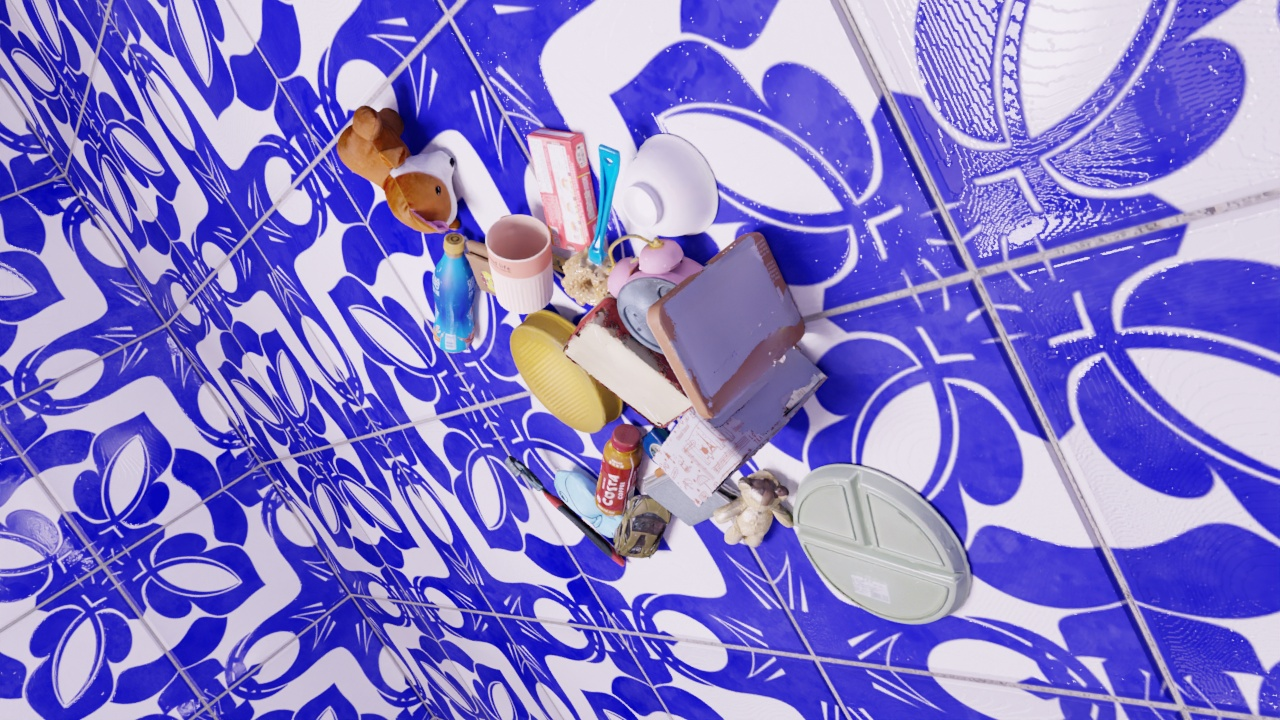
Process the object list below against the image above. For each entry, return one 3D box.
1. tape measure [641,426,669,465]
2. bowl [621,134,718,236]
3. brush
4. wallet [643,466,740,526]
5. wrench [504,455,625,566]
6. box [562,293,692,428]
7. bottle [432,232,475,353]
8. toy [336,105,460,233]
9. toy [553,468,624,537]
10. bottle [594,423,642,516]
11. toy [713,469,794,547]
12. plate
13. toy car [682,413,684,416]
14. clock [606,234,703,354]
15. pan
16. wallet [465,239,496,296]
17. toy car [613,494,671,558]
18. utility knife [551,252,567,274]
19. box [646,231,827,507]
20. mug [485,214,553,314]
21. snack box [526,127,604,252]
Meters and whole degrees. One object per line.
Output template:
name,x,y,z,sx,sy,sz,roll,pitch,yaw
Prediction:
tape measure,0.030,0.121,1.280,0.058,0.025,0.055,49,146,7
bowl,0.019,-0.178,0.998,0.118,0.064,0.118,29,139,29
brush,-0.048,-0.151,1.079,0.083,0.045,0.255,25,142,11
wallet,0.067,0.179,1.270,0.106,0.036,0.130,38,148,-8
wrench,-0.122,0.249,1.512,0.273,0.016,0.056,45,-175,-15
box,-0.007,0.007,1.131,0.168,0.076,0.092,39,135,-12
bottle,-0.286,-0.104,1.407,0.065,0.065,0.219,37,142,21
toy,-0.324,-0.262,1.285,0.131,0.140,0.199,-32,98,13
toy,-0.080,0.230,1.477,0.162,0.049,0.156,6,133,52
bottle,-0.031,0.161,1.355,0.057,0.057,0.175,37,142,21
toy,0.147,0.198,1.193,0.105,0.066,0.158,11,141,1
plate,0.276,0.223,1.089,0.230,0.027,0.231,30,140,29
toy car,0.077,0.094,1.194,0.048,0.032,0.105,37,148,20
clock,0.025,-0.079,1.055,0.158,0.059,0.117,46,140,-17
pan,-0.063,-0.011,1.255,0.197,0.078,0.358,51,151,-5
wallet,-0.200,-0.124,1.320,0.115,0.033,0.090,23,142,39
toy car,0.003,0.252,1.384,0.070,0.042,0.158,8,137,-7
utility knife,-0.125,-0.140,1.242,0.205,0.021,0.031,22,144,29
box,0.102,0.018,0.977,0.134,0.178,0.271,25,138,34
mug,-0.161,-0.135,1.206,0.106,0.081,0.114,91,157,-52
snack box,-0.091,-0.207,1.131,0.075,0.025,0.153,19,133,37
